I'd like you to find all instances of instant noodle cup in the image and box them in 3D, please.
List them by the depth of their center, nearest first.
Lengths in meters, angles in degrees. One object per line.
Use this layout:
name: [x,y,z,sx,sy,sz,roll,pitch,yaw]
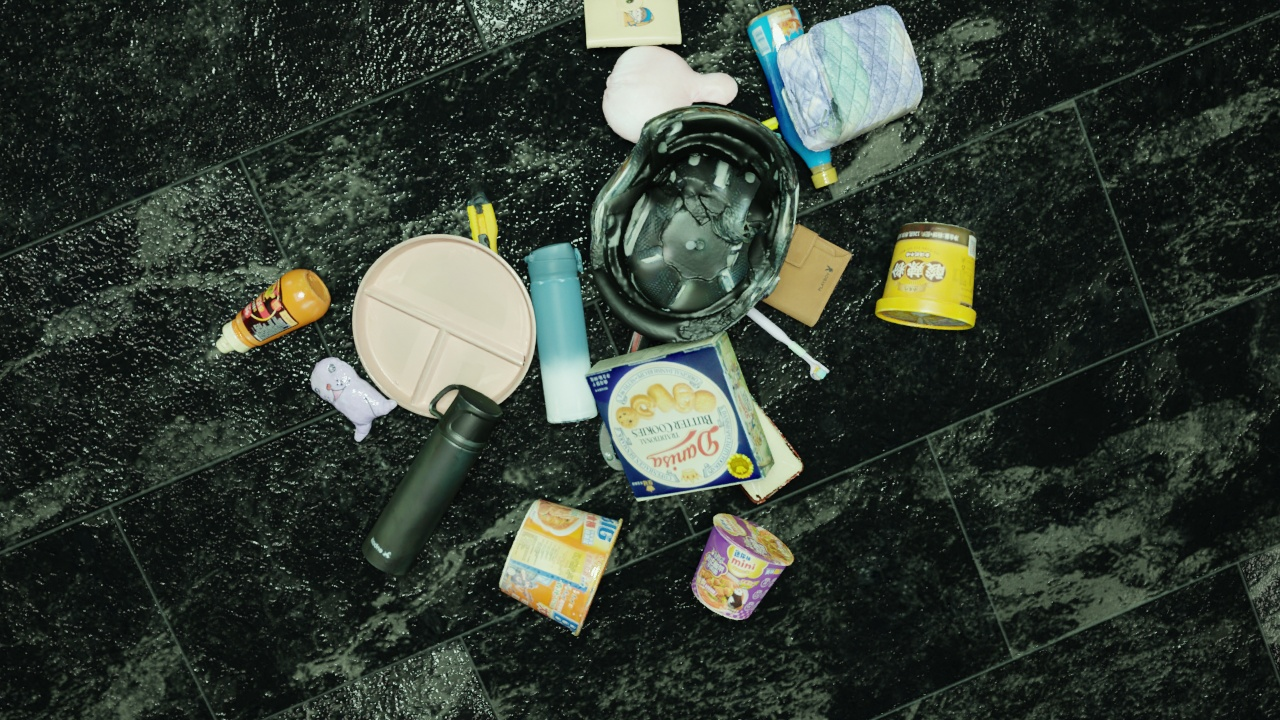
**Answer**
instant noodle cup: [-0.099,0.246,1.129,0.111,0.151,0.151,22,94,3]
instant noodle cup: [0.360,-0.104,1.135,0.118,0.118,0.114,11,87,-4]
instant noodle cup: [0.122,0.265,1.161,0.111,0.111,0.099,25,100,-5]

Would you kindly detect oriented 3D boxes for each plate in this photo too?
plate: [-0.240,-0.041,1.133,0.229,0.028,0.229,1,101,5]

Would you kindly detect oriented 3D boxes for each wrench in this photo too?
wrench: [-0.007,0.007,1.171,0.056,0.016,0.273,11,95,-7]

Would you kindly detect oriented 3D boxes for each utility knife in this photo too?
utility knife: [-0.188,-0.121,1.150,0.033,0.015,0.181,-9,96,0]

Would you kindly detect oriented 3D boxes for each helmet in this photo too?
helmet: [0.067,-0.154,1.088,0.230,0.156,0.274,21,94,10]

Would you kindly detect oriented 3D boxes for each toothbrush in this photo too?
toothbrush: [0.164,-0.041,1.176,0.189,0.029,0.021,40,52,-4]

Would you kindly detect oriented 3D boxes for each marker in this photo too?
marker: [0.115,-0.275,1.151,0.124,0.018,0.015,-23,91,0]

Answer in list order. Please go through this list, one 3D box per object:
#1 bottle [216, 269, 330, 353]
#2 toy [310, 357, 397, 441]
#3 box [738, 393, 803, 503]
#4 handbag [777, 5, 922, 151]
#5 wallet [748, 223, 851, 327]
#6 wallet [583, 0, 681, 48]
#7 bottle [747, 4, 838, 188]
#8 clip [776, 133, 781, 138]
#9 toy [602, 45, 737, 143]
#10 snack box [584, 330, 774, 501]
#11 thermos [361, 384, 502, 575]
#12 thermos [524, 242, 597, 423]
bottle: [-0.455,-0.053,1.123,0.149,0.066,0.067,-30,96,7]
toy: [-0.365,0.043,1.145,0.108,0.038,0.084,43,114,-8]
box: [0.127,0.091,1.157,0.091,0.075,0.168,-39,96,2]
handbag: [0.248,-0.333,1.082,0.193,0.076,0.134,-28,100,-37]
wallet: [0.187,-0.119,1.164,0.132,0.031,0.108,28,95,-6]
wallet: [-0.010,-0.421,1.116,0.115,0.024,0.087,-4,70,0]
bottle: [0.195,-0.320,1.127,0.065,0.065,0.218,-21,96,-1]
clip: [0.153,-0.266,1.153,0.057,0.047,0.014,-39,94,-5]
toy: [0.035,-0.318,1.123,0.159,0.054,0.121,14,90,0]
snack box: [0.047,0.071,1.106,0.178,0.045,0.182,-14,105,30]
thermos: [-0.262,0.142,1.132,0.090,0.068,0.243,38,102,27]
thermos: [-0.097,-0.034,1.139,0.070,0.070,0.220,-7,95,-3]
